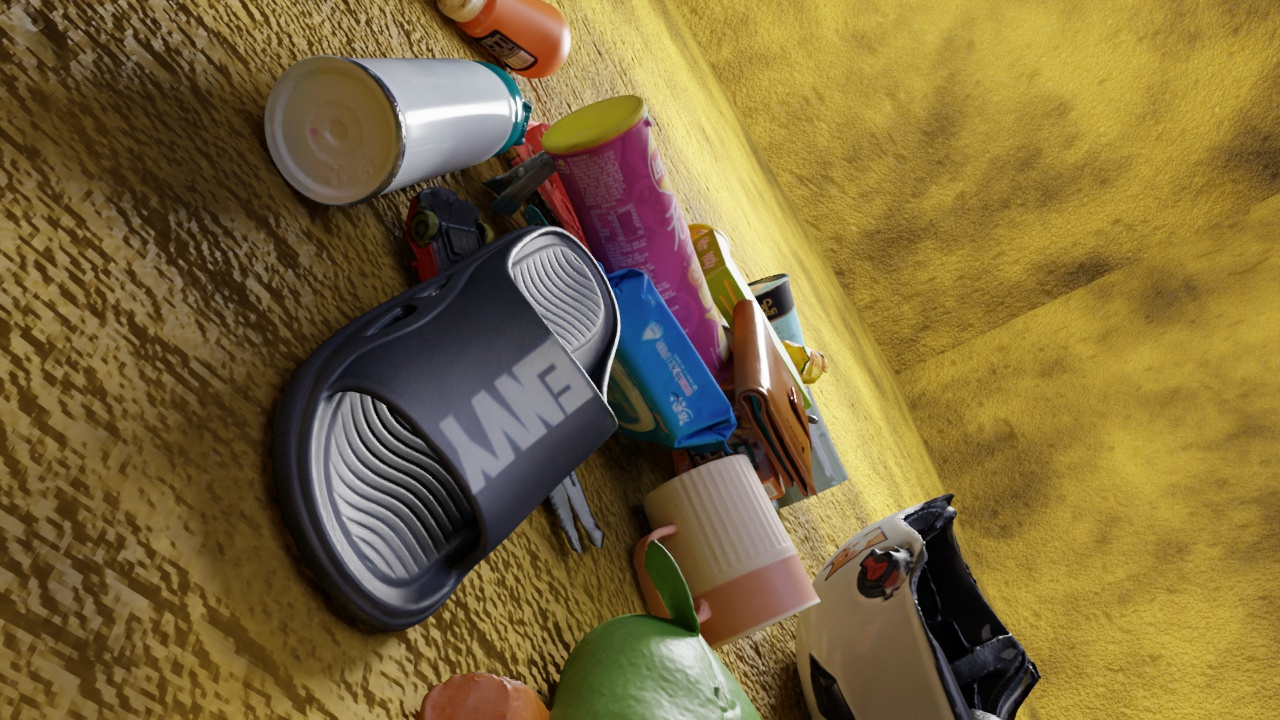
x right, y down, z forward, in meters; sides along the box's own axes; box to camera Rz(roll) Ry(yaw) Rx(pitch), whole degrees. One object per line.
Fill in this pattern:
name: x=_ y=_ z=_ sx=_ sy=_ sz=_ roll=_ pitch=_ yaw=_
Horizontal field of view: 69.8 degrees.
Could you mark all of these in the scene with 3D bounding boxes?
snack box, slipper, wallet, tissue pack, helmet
snack box: x=0.094 y=-0.031 z=0.782 sx=0.156 sy=0.026 sz=0.085 roll=55 pitch=12 yaw=-26
snack box: x=0.061 y=0.056 z=0.724 sx=0.026 sy=0.075 sz=0.153 roll=54 pitch=19 yaw=-38
slipper: x=-0.057 y=-0.001 z=0.412 sx=0.111 sy=0.083 sz=0.267 roll=55 pitch=31 yaw=-15
wallet: x=0.101 y=0.032 z=0.692 sx=0.119 sy=0.035 sz=0.130 roll=55 pitch=20 yaw=-25
tissue pack: x=-0.004 y=0.004 z=0.606 sx=0.157 sy=0.052 sz=0.095 roll=56 pitch=-22 yaw=-15
helmet: x=0.204 y=0.242 z=0.722 sx=0.230 sy=0.157 sz=0.273 roll=60 pitch=28 yaw=-12

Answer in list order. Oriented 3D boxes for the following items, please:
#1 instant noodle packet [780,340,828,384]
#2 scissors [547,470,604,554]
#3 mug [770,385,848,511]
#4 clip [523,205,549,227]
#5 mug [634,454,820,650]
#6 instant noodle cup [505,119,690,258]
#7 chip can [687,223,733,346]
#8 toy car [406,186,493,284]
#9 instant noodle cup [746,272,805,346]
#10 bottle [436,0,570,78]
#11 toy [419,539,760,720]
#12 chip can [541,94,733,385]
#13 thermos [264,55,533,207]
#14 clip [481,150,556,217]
instant noodle packet: x=0.126 y=0.008 z=0.923 sx=0.128 sy=0.111 sz=0.044 roll=7 pitch=72 yaw=-69
scissors: x=-0.064 y=0.007 z=0.544 sx=0.202 sy=0.015 sz=0.205 roll=55 pitch=18 yaw=-21
mug: x=0.139 y=0.092 z=0.915 sx=0.123 sy=0.084 sz=0.103 roll=-15 pitch=78 yaw=-45
clip: x=-0.068 y=-0.087 z=0.678 sx=0.054 sy=0.013 sz=0.032 roll=49 pitch=21 yaw=-33
mug: x=0.045 y=0.127 z=0.588 sx=0.114 sy=0.082 sz=0.106 roll=-9 pitch=67 yaw=-40
instant noodle cup: x=-0.023 y=-0.126 z=0.755 sx=0.189 sy=0.079 sz=0.164 roll=60 pitch=14 yaw=-4
chip can: x=0.062 y=-0.061 z=0.912 sx=0.072 sy=0.072 sz=0.213 roll=53 pitch=19 yaw=-27
toy car: x=-0.097 y=-0.041 z=0.488 sx=0.049 sy=0.031 sz=0.106 roll=1 pitch=70 yaw=-57
instant noodle cup: x=0.135 y=-0.023 z=1.033 sx=0.111 sy=0.111 sz=0.120 roll=-49 pitch=118 yaw=-72
bottle: x=-0.119 y=-0.286 z=0.763 sx=0.149 sy=0.067 sz=0.066 roll=8 pitch=55 yaw=-60
toy: x=0.009 y=0.190 z=0.356 sx=0.227 sy=0.090 sz=0.246 roll=43 pitch=19 yaw=-20
chip can: x=0.003 y=-0.073 z=0.642 sx=0.071 sy=0.071 sz=0.211 roll=-91 pitch=161 yaw=-56
thermos: x=-0.123 y=-0.137 z=0.515 sx=0.073 sy=0.073 sz=0.223 roll=59 pitch=17 yaw=-11
clip: x=-0.080 y=-0.125 z=0.629 sx=0.026 sy=0.058 sz=0.042 roll=22 pitch=42 yaw=-58
